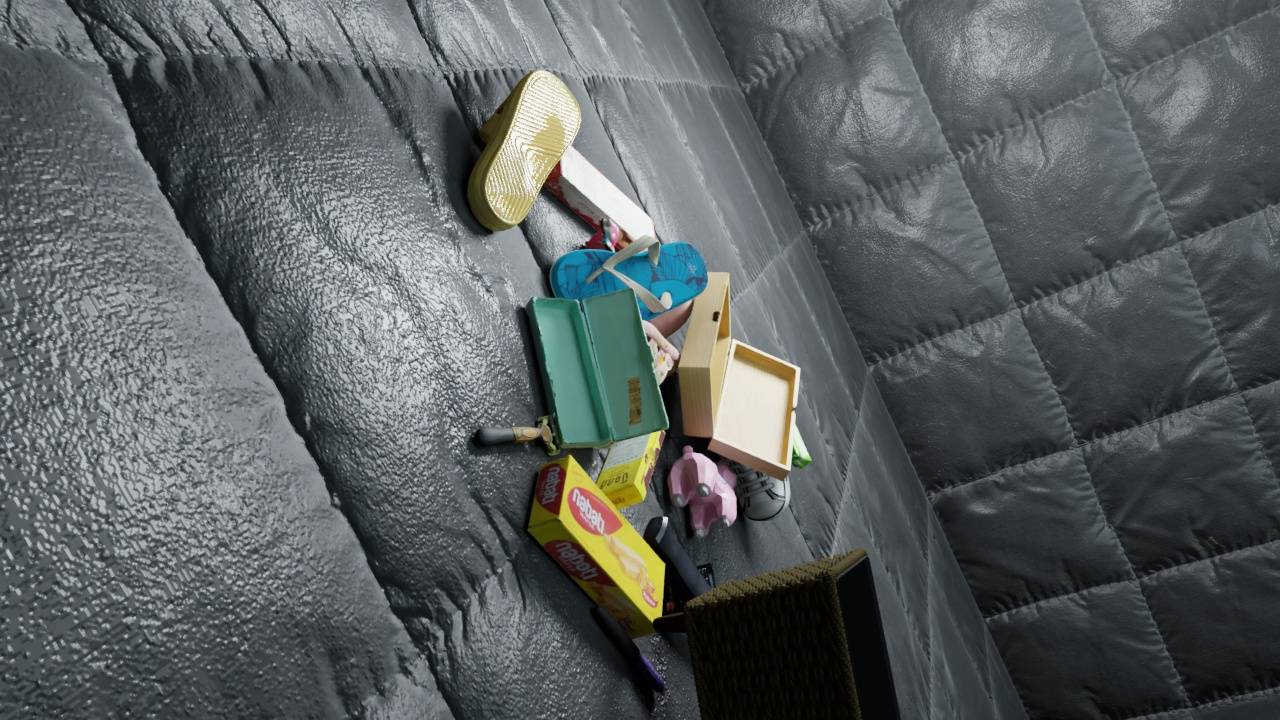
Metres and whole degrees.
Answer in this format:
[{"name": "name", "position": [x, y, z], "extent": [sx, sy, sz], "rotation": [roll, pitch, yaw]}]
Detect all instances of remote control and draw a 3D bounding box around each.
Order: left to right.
[{"name": "remote control", "position": [0.057, 0.284, 1.143], "extent": [0.140, 0.021, 0.045], "rotation": [9, 68, -61]}]

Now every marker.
[{"name": "marker", "position": [-0.011, 0.305, 0.968], "extent": [0.134, 0.015, 0.018], "rotation": [57, -7, -23]}]

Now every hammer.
[{"name": "hammer", "position": [0.087, 0.307, 1.131], "extent": [0.312, 0.035, 0.139], "rotation": [59, 35, -28]}]

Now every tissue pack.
[{"name": "tissue pack", "position": [0.228, 0.111, 1.462], "extent": [0.099, 0.034, 0.114], "rotation": [40, 28, -55]}]

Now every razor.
[{"name": "razor", "position": [-0.124, 0.077, 0.936], "extent": [0.144, 0.021, 0.044], "rotation": [5, 63, -63]}]

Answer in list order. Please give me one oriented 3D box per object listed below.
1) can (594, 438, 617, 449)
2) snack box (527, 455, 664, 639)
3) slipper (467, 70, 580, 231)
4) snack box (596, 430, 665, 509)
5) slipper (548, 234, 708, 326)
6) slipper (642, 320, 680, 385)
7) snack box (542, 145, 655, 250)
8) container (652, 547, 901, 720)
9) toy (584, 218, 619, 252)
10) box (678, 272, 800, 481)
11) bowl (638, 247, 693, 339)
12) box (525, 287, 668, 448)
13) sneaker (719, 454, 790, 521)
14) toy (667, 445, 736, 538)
[{"name": "can", "position": [-0.043, 0.057, 1.107], "extent": [0.044, 0.044, 0.106], "rotation": [52, 26, -33]}, {"name": "snack box", "position": [-0.042, 0.199, 0.969], "extent": [0.201, 0.042, 0.092], "rotation": [54, 25, -30]}, {"name": "slipper", "position": [-0.156, -0.260, 1.131], "extent": [0.099, 0.079, 0.262], "rotation": [50, 44, -36]}, {"name": "snack box", "position": [-0.013, 0.124, 1.086], "extent": [0.025, 0.061, 0.148], "rotation": [60, 23, -18]}, {"name": "slipper", "position": [0.005, -0.109, 1.235], "extent": [0.294, 0.060, 0.118], "rotation": [-18, 91, -45]}, {"name": "slipper", "position": [-0.007, 0.007, 1.197], "extent": [0.197, 0.093, 0.081], "rotation": [32, 50, -64]}, {"name": "snack box", "position": [-0.060, -0.233, 1.367], "extent": [0.272, 0.044, 0.076], "rotation": [32, 46, -54]}, {"name": "container", "position": [0.151, 0.379, 0.955], "extent": [0.176, 0.205, 0.321], "rotation": [7, 72, -65]}, {"name": "toy", "position": [-0.054, -0.157, 1.304], "extent": [0.102, 0.050, 0.065], "rotation": [97, -11, -79]}, {"name": "box", "position": [0.136, 0.026, 1.361], "extent": [0.252, 0.119, 0.246], "rotation": [45, 34, -19]}, {"name": "bowl", "position": [0.035, -0.112, 1.374], "extent": [0.153, 0.076, 0.153], "rotation": [-24, 89, -83]}, {"name": "box", "position": [-0.051, 0.007, 1.060], "extent": [0.138, 0.055, 0.186], "rotation": [-4, 66, -20]}, {"name": "sneaker", "position": [0.156, 0.133, 1.433], "extent": [0.097, 0.091, 0.245], "rotation": [10, 61, -64]}, {"name": "toy", "position": [0.091, 0.174, 1.276], "extent": [0.123, 0.067, 0.157], "rotation": [57, 19, -19]}]
